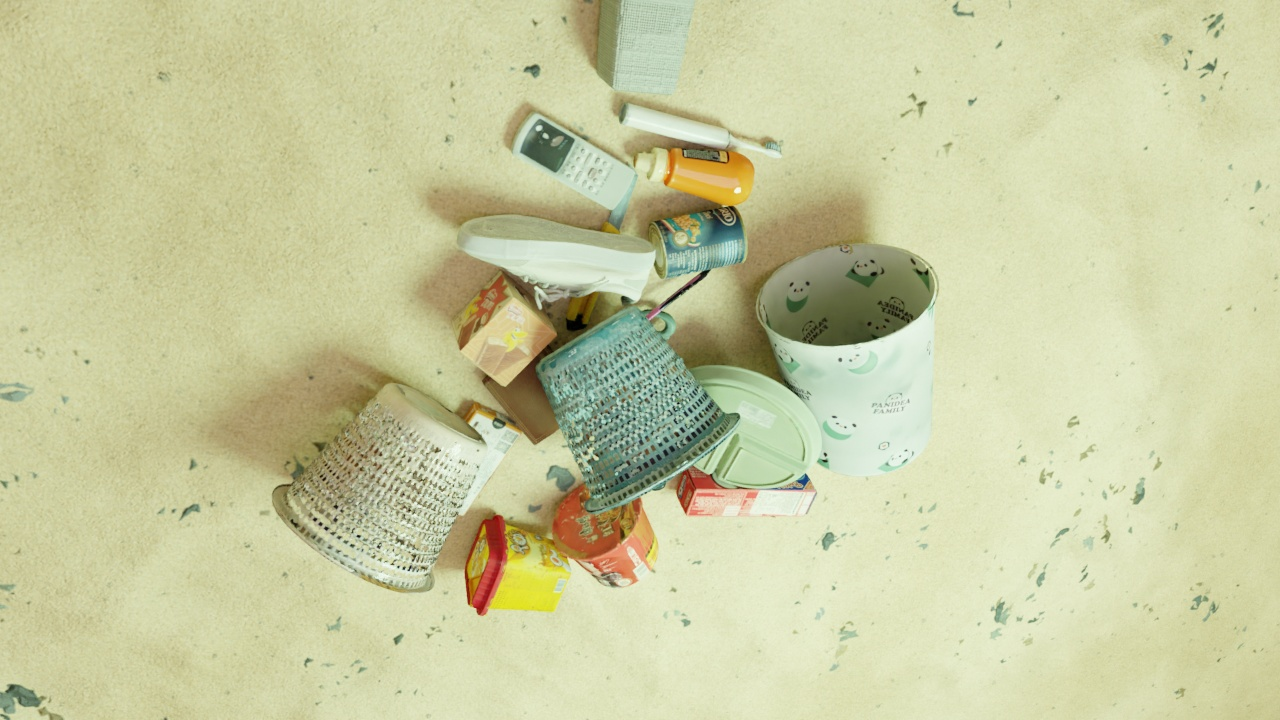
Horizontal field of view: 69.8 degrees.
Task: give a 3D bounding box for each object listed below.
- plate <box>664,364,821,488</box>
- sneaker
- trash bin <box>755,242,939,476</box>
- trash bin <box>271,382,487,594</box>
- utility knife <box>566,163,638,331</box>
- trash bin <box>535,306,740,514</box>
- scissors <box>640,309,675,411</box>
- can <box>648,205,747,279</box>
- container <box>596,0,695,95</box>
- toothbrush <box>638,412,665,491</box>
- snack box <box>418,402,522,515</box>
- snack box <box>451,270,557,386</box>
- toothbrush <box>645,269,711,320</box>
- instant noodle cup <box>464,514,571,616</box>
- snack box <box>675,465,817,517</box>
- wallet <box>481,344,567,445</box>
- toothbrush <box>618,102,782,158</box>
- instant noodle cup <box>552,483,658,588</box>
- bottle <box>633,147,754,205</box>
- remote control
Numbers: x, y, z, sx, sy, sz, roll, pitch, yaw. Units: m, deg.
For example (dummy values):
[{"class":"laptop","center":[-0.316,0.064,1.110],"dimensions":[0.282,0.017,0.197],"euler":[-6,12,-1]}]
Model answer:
[{"class":"plate","center":[0.133,0.098,1.261],"dimensions":[0.230,0.027,0.231],"euler":[15,138,14]},{"class":"sneaker","center":[-0.105,-0.114,1.115],"dimensions":[0.242,0.089,0.091],"euler":[6,117,-19]},{"class":"trash bin","center":[0.292,0.006,1.247],"dimensions":[0.229,0.229,0.252],"euler":[-23,127,-6]},{"class":"trash bin","center":[-0.300,0.144,1.128],"dimensions":[0.227,0.227,0.192],"euler":[35,89,-30]},{"class":"utility knife","center":[-0.049,-0.139,1.166],"dimensions":[0.033,0.015,0.231],"euler":[12,111,-26]},{"class":"trash bin","center":[-0.019,0.048,1.142],"dimensions":[0.226,0.226,0.195],"euler":[-31,93,-1]},{"class":"scissors","center":[-0.007,0.012,1.241],"dimensions":[0.170,0.019,0.175],"euler":[-39,110,11]},{"class":"can","center":[0.070,-0.150,1.165],"dimensions":[0.111,0.075,0.075],"euler":[-13,120,-12]},{"class":"container","center":[0.002,-0.363,1.024],"dimensions":[0.090,0.090,0.114],"euler":[-1,119,-18]},{"class":"toothbrush","center":[0.007,0.090,1.299],"dimensions":[0.027,0.026,0.213],"euler":[-19,117,-17]},{"class":"snack box","center":[-0.232,0.135,1.240],"dimensions":[0.075,0.026,0.154],"euler":[30,104,-28]},{"class":"snack box","center":[-0.170,-0.041,1.130],"dimensions":[0.094,0.092,0.077],"euler":[-44,121,7]},{"class":"toothbrush","center":[0.066,-0.098,1.211],"dimensions":[0.189,0.014,0.018],"euler":[-39,131,-8]},{"class":"instant noodle cup","center":[-0.171,0.293,1.287],"dimensions":[0.123,0.116,0.116],"euler":[15,110,-21]},{"class":"snack box","center":[0.160,0.199,1.383],"dimensions":[0.207,0.057,0.058],"euler":[4,123,-21]},{"class":"wallet","center":[-0.135,0.039,1.215],"dimensions":[0.101,0.032,0.124],"euler":[-36,113,1]},{"class":"toothbrush","center":[0.079,-0.278,1.130],"dimensions":[0.220,0.027,0.026],"euler":[8,75,-22]},{"class":"instant noodle cup","center":[-0.043,0.253,1.307],"dimensions":[0.138,0.138,0.109],"euler":[-31,130,-2]},{"class":"bottle","center":[0.063,-0.233,1.132],"dimensions":[0.149,0.066,0.067],"euler":[8,113,-14]},{"class":"remote control","center":[-0.080,-0.238,1.096],"dimensions":[0.150,0.021,0.058],"euler":[25,105,-25]}]
